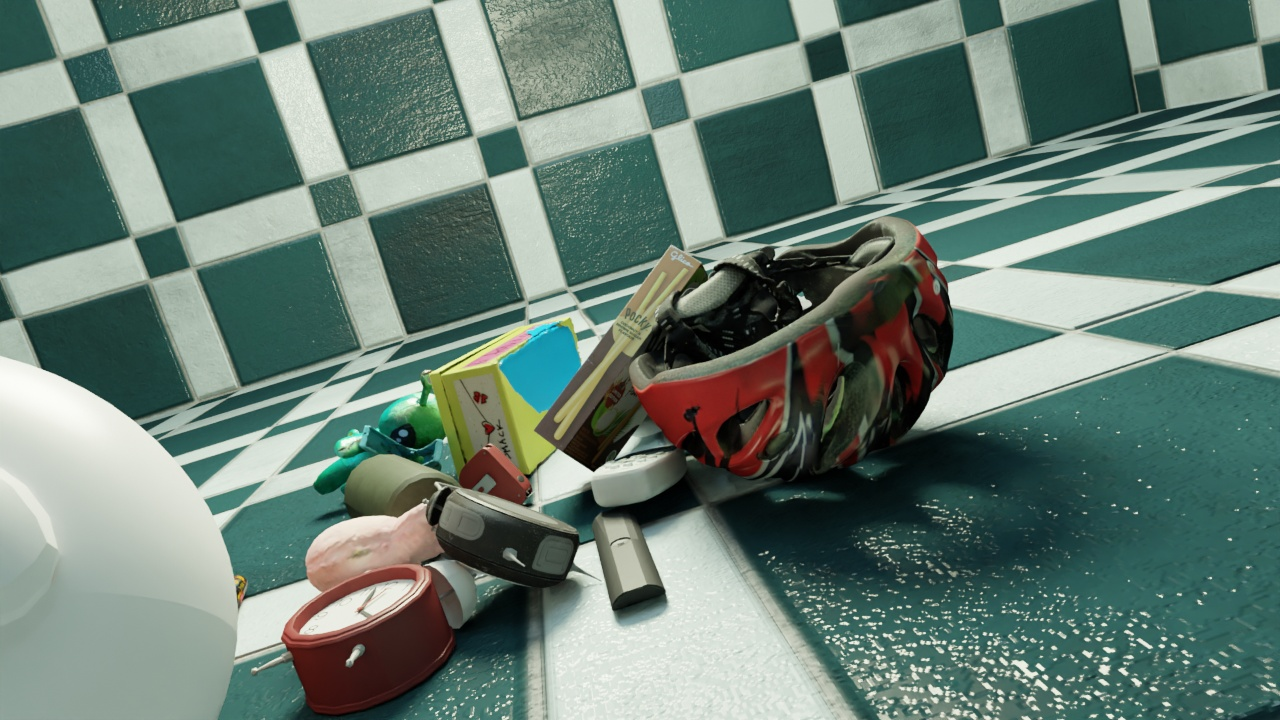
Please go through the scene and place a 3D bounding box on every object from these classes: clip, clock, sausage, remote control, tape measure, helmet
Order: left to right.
[{"bbox_3d":[-0.324,0.196,0.716,0.020,0.020,0.155,-19,11,-14],"label":"sausage"},{"bbox_3d":[-0.159,0.161,0.560,0.096,0.048,0.137,-12,12,23],"label":"clock"},{"bbox_3d":[-0.232,0.097,0.892,0.103,0.027,0.120,12,-23,5],"label":"clip"},{"bbox_3d":[-0.128,0.109,0.794,0.051,0.059,0.019,-45,-2,24],"label":"tape measure"},{"bbox_3d":[-0.091,0.116,0.597,0.123,0.043,0.091,14,-8,41],"label":"clock"},{"bbox_3d":[-0.010,0.126,0.596,0.033,0.015,0.147,-18,10,-5],"label":"remote control"},{"bbox_3d":[-0.001,0.087,0.704,0.060,0.028,0.114,-12,0,19],"label":"remote control"},{"bbox_3d":[0.111,-0.004,0.654,0.217,0.167,0.272,-36,6,-15],"label":"helmet"}]

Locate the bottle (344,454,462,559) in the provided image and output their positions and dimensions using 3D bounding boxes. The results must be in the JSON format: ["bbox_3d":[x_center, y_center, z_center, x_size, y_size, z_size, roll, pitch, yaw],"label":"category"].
[{"bbox_3d":[-0.216,0.120,0.800,0.071,0.071,0.207,-22,12,-28],"label":"bottle"}]

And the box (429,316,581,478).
[{"bbox_3d":[-0.126,0.036,0.969,0.080,0.124,0.220,-11,13,16],"label":"box"}]

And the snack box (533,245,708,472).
[{"bbox_3d":[-0.005,0.005,0.771,0.186,0.032,0.101,-54,-23,-6],"label":"snack box"}]

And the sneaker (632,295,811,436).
[{"bbox_3d":[0.082,0.022,0.841,0.270,0.103,0.132,-12,26,27],"label":"sneaker"}]

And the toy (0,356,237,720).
[{"bbox_3d":[-0.316,0.139,0.396,0.261,0.265,0.282,-46,-2,-39],"label":"toy"}]

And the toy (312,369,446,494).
[{"bbox_3d":[-0.258,0.079,0.954,0.194,0.072,0.130,-37,-27,15],"label":"toy"}]

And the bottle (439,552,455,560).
[{"bbox_3d":[-0.101,0.131,0.672,0.113,0.030,0.030,-9,13,37],"label":"bottle"}]

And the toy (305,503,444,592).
[{"bbox_3d":[-0.176,0.132,0.648,0.105,0.053,0.108,-24,-21,1],"label":"toy"}]
